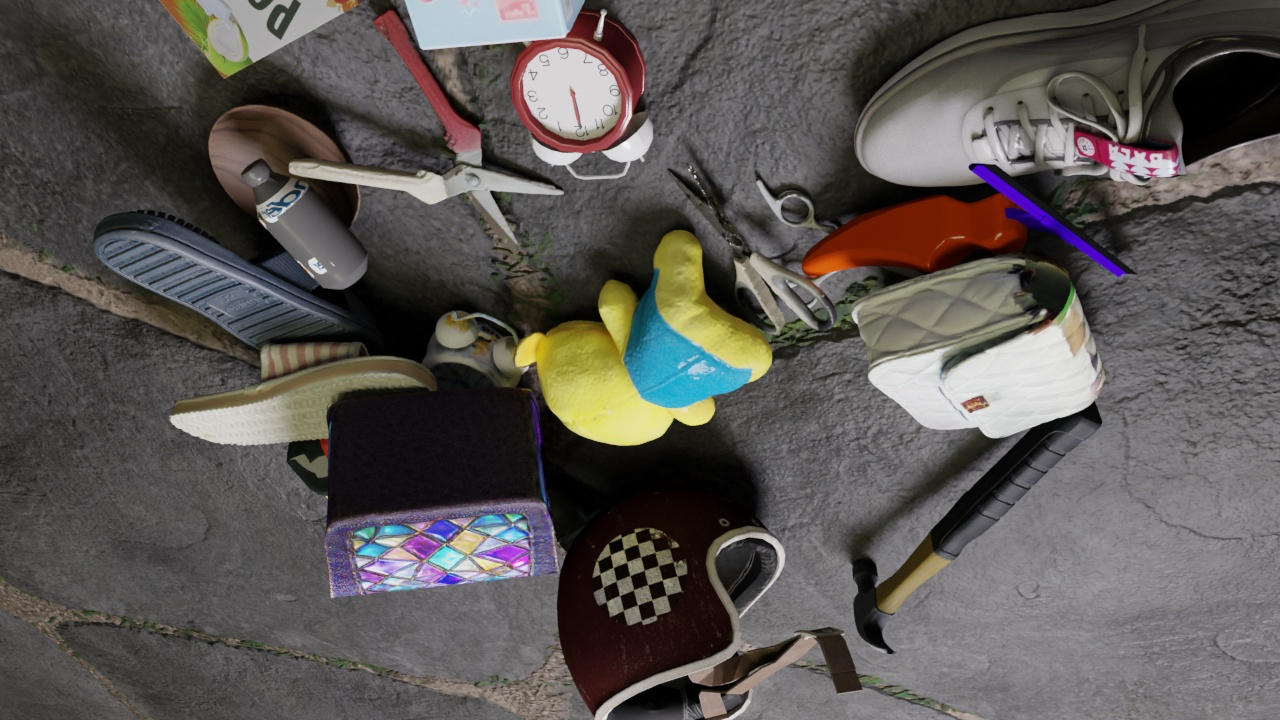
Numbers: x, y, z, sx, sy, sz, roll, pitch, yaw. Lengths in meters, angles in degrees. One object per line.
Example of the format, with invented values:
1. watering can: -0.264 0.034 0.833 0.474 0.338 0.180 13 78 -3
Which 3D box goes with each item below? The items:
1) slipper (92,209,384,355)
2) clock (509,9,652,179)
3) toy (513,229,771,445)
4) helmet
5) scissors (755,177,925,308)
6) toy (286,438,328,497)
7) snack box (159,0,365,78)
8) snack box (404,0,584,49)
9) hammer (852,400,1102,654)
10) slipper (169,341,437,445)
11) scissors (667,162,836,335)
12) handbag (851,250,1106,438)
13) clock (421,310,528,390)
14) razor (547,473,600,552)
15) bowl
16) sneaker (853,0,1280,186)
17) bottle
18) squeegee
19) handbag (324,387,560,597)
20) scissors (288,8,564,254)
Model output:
1. slipper: -0.310 -0.071 0.757 0.101 0.082 0.263 -12 153 26
2. clock: -0.039 -0.175 0.612 0.087 0.044 0.125 1 133 15
3. toy: -0.004 0.004 0.752 0.215 0.083 0.149 -27 113 37
4. helmet: 0.041 0.237 0.846 0.234 0.253 0.234 -16 145 0
5. scissors: 0.155 -0.087 0.667 0.142 0.014 0.165 -30 116 29
6. toy: -0.281 0.080 0.901 0.119 0.097 0.099 -21 173 3
7. snack box: -0.234 -0.264 0.587 0.186 0.031 0.101 -14 128 27
8. snack box: -0.088 -0.244 0.533 0.095 0.079 0.093 -1 134 13
9. hammer: 0.281 0.147 0.806 0.025 0.117 0.334 21 130 -9
10. slipper: -0.299 0.027 0.812 0.263 0.052 0.115 -11 150 20
11. scissors: 0.077 -0.073 0.686 0.163 0.012 0.154 34 157 13
12. handbag: 0.239 0.000 0.635 0.139 0.072 0.194 -16 155 29
13. clock: -0.148 0.001 0.814 0.089 0.051 0.126 26 132 -9
14. razor: -0.099 0.148 0.933 0.140 0.063 0.053 33 132 -18
15. bowl: -0.268 -0.151 0.708 0.119 0.032 0.119 8 135 8
16. sneaker: 0.247 -0.136 0.512 0.264 0.128 0.097 -11 127 30
17. bottle: -0.255 -0.103 0.694 0.047 0.046 0.112 -17 127 29
18. squeegee: 0.189 -0.081 0.604 0.185 0.055 0.249 -10 165 41
19. handbag: -0.177 0.130 0.813 0.204 0.125 0.222 -4 147 -11
20. scissors: -0.163 -0.149 0.669 0.179 0.015 0.200 -19 122 5
